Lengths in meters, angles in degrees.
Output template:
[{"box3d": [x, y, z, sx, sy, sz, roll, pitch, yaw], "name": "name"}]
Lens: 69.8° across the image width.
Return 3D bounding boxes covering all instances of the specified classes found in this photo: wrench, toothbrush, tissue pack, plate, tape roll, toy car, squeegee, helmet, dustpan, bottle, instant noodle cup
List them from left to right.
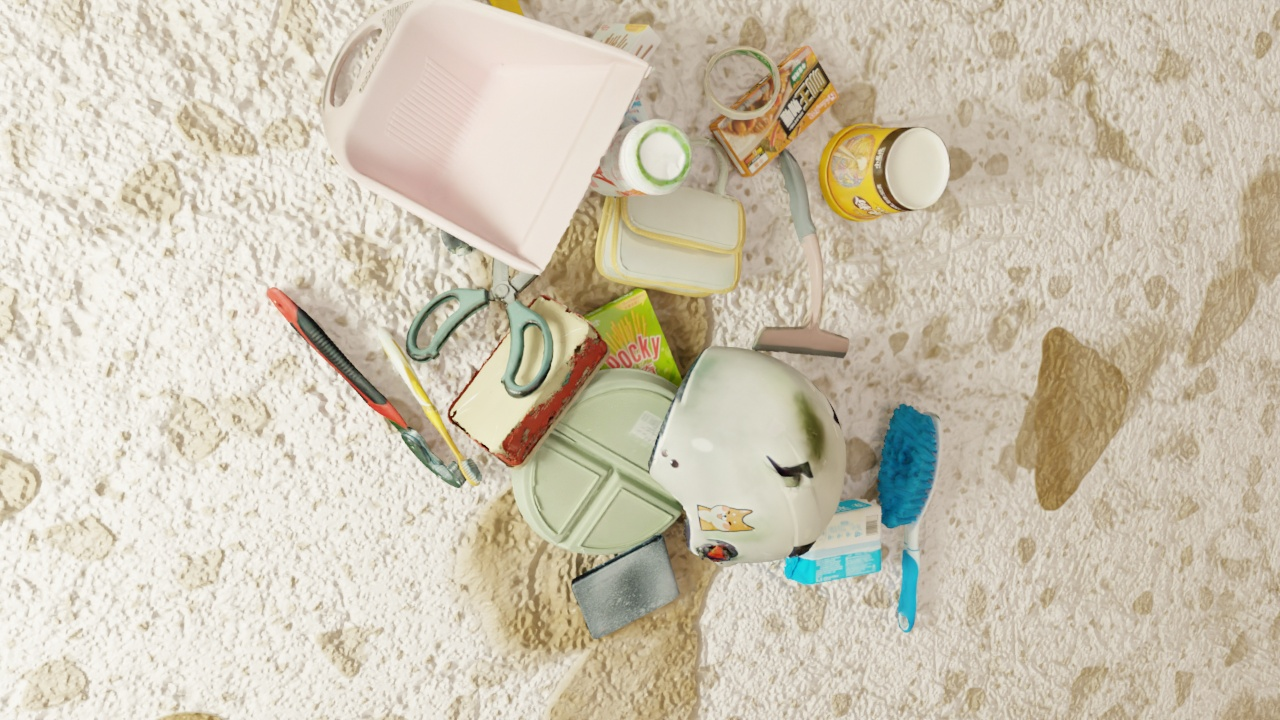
[{"box3d": [-0.274, 0.031, 0.924, 0.273, 0.056, 0.016, 50, 59, -17], "name": "wrench"}, {"box3d": [-0.214, 0.045, 0.933, 0.016, 0.018, 0.191, -31, 88, -43], "name": "toothbrush"}, {"box3d": [-0.165, -0.227, 0.847, 0.138, 0.274, 0.222, 31, 81, -49], "name": "dustpan"}, {"box3d": [-0.163, -0.138, 0.950, 0.090, 0.034, 0.043, -21, 108, -17], "name": "toy car"}, {"box3d": [-0.030, 0.120, 1.028, 0.230, 0.027, 0.230, -7, 112, -19], "name": "plate"}, {"box3d": [-0.017, -0.197, 0.914, 0.068, 0.197, 0.068, -4, 99, -22], "name": "bottle"}, {"box3d": [0.114, -0.313, 1.032, 0.086, 0.014, 0.085, 1, 77, -4], "name": "tape roll"}, {"box3d": [0.145, 0.111, 1.010, 0.229, 0.157, 0.274, -55, 129, -36], "name": "helmet"}, {"box3d": [0.190, -0.131, 1.069, 0.247, 0.040, 0.249, 2, 80, -54], "name": "squeegee"}, {"box3d": [0.244, 0.228, 1.162, 0.139, 0.063, 0.090, -5, 96, -25], "name": "tissue pack"}, {"box3d": [0.293, -0.224, 1.087, 0.118, 0.114, 0.118, -4, 99, -23], "name": "instant noodle cup"}]

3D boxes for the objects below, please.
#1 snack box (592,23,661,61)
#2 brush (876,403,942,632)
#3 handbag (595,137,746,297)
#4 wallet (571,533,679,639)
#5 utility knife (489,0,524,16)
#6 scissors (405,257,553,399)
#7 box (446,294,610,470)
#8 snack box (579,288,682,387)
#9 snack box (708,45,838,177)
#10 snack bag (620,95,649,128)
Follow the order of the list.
[{"box3d": [-0.052, -0.279, 0.947, 0.027, 0.085, 0.156, 39, 82, -41], "name": "snack box"}, {"box3d": [0.352, 0.215, 1.208, 0.109, 0.061, 0.314, 4, 96, -46], "name": "brush"}, {"box3d": [0.043, -0.166, 1.023, 0.163, 0.063, 0.178, 8, 91, -25], "name": "handbag"}, {"box3d": [-0.016, 0.263, 1.068, 0.120, 0.019, 0.097, -25, 123, -15], "name": "wallet"}, {"box3d": [-0.139, -0.372, 0.934, 0.033, 0.015, 0.209, -28, 110, -16], "name": "utility knife"}, {"box3d": [-0.166, -0.035, 0.933, 0.181, 0.019, 0.170, -11, 71, 9], "name": "scissors"}, {"box3d": [-0.117, 0.020, 0.950, 0.168, 0.091, 0.076, -53, 151, -7], "name": "box"}, {"box3d": [-0.006, 0.006, 1.042, 0.085, 0.026, 0.156, -27, 108, -15], "name": "snack box"}, {"box3d": [0.156, -0.289, 1.067, 0.153, 0.026, 0.075, -43, 112, -12], "name": "snack box"}, {"box3d": [-0.008, -0.263, 0.992, 0.048, 0.026, 0.104, -19, 85, -8], "name": "snack bag"}]
